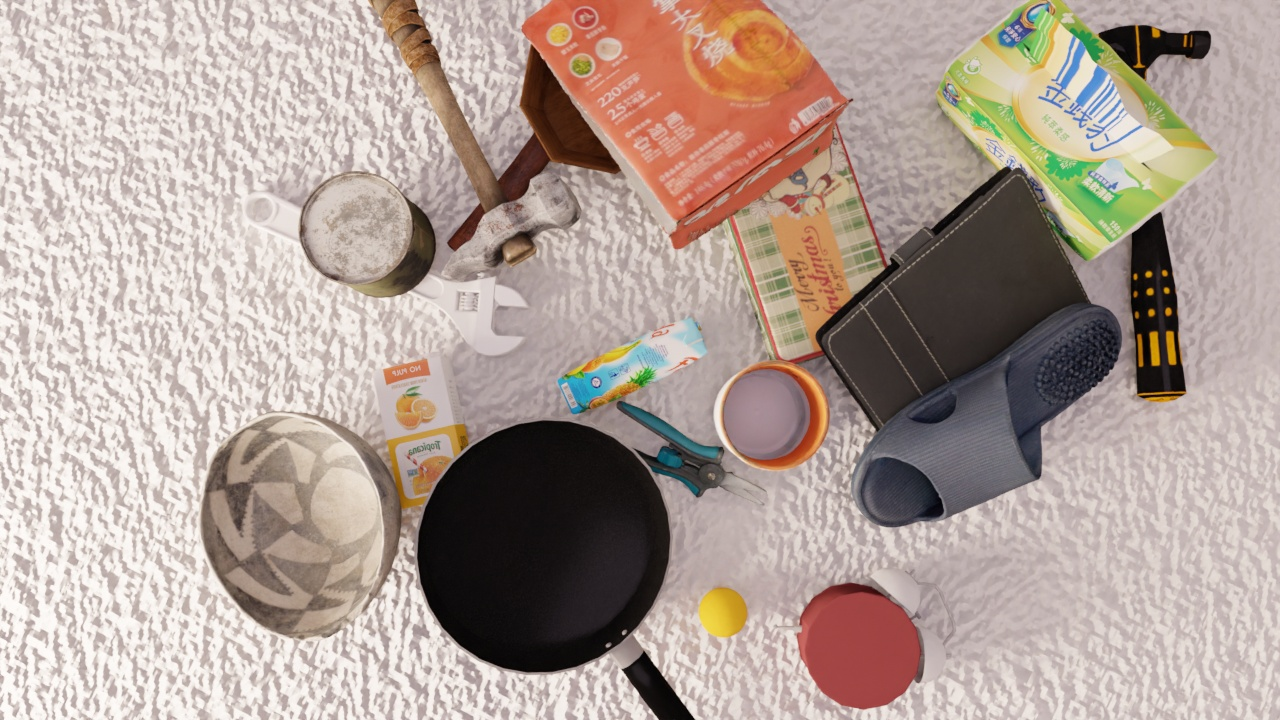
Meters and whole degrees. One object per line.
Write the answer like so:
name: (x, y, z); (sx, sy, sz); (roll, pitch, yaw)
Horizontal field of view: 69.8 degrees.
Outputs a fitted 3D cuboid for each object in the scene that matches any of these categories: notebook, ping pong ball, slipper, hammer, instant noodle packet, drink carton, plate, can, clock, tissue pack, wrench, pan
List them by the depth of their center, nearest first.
tissue pack: (0.334, -0.189, 0.703); (0.120, 0.141, 0.197); (-46, 78, 5)
instant noodle packet: (0.030, -0.225, 0.713); (0.164, 0.084, 0.221); (-36, 83, -4)
slipper: (0.292, 0.055, 0.724); (0.263, 0.082, 0.101); (-35, 119, -5)
notebook: (0.255, -0.032, 0.739); (0.209, 0.029, 0.169); (-41, 114, -4)
can: (-0.219, -0.100, 0.744); (0.090, 0.074, 0.090); (0, 86, 2)
clock: (0.187, 0.227, 0.748); (0.137, 0.048, 0.096); (-23, 87, 0)
plate: (-0.034, -0.214, 0.749); (0.131, 0.025, 0.131); (0, 86, -7)
pan: (-0.034, 0.207, 0.749); (0.204, 0.044, 0.355); (-37, 100, -10)
ping pong ball: (0.068, 0.207, 0.756); (0.040, 0.040, 0.040); (0, 87, 1)
hammer: (-0.167, -0.218, 0.765); (0.121, 0.049, 0.318); (-29, 78, 8)
drink carton: (-0.005, 0.005, 0.766); (0.129, 0.044, 0.038); (-25, 87, 2)
drink carton: (-0.180, 0.056, 0.768); (0.058, 0.040, 0.122); (-13, 87, 0)
hammer: (0.421, -0.125, 0.769); (0.123, 0.036, 0.320); (-2, 85, 4)
hammer: (-0.064, -0.209, 0.786); (0.111, 0.028, 0.300); (36, 89, 4)
wrench: (-0.219, -0.080, 0.789); (0.273, 0.018, 0.066); (25, 88, 3)

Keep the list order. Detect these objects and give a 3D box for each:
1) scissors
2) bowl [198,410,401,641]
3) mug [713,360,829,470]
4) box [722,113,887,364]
scissors: (0.031, 0.085, 0.771); (0.144, 0.019, 0.126); (-14, 103, 13)
bowl: (-0.261, 0.126, 0.744); (0.179, 0.081, 0.178); (1, 94, 17)
mug: (0.100, 0.043, 0.730); (0.082, 0.105, 0.082); (0, 87, 1)
box: (0.134, -0.104, 0.766); (0.117, 0.050, 0.205); (-17, 88, 1)
